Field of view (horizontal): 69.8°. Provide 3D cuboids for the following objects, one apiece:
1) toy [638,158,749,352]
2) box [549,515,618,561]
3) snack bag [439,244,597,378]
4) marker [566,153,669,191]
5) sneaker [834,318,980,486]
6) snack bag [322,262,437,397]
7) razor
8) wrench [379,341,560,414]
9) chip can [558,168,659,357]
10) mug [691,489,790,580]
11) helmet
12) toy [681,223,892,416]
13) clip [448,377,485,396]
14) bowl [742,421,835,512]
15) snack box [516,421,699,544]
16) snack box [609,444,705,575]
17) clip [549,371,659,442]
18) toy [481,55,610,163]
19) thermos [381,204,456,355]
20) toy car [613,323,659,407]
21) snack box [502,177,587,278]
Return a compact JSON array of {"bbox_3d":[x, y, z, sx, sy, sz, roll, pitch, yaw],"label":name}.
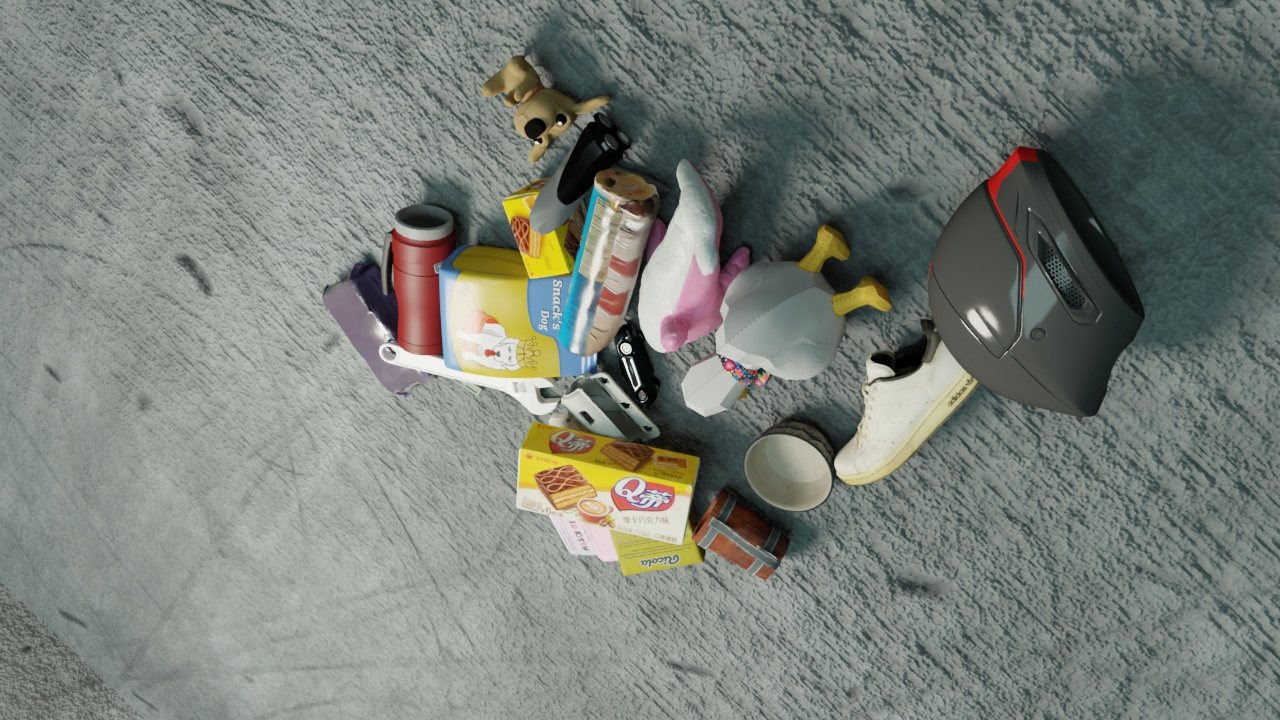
[{"bbox_3d":[0.069,-0.101,1.064,0.127,0.186,0.266,-4,147,-11],"label":"toy"},{"bbox_3d":[-0.092,0.213,1.363,0.155,0.044,0.201,-13,110,33],"label":"box"},{"bbox_3d":[-0.155,-0.058,1.220,0.205,0.102,0.159,9,121,9],"label":"snack bag"},{"bbox_3d":[-0.030,-0.226,1.102,0.139,0.022,0.016,22,119,16],"label":"marker"},{"bbox_3d":[0.284,0.046,1.045,0.102,0.088,0.242,35,123,-4],"label":"sneaker"},{"bbox_3d":[-0.387,-0.041,1.367,0.097,0.058,0.205,-27,102,35],"label":"snack bag"},{"bbox_3d":[-0.076,-0.212,1.068,0.057,0.060,0.156,39,95,-24],"label":"razor"},{"bbox_3d":[-0.246,0.019,1.317,0.273,0.018,0.066,15,118,5],"label":"wrench"},{"bbox_3d":[-0.040,-0.110,1.099,0.080,0.079,0.230,27,128,12],"label":"chip can"},{"bbox_3d":[0.136,0.237,1.219,0.111,0.117,0.081,32,90,4],"label":"mug"},{"bbox_3d":[0.374,-0.058,0.895,0.170,0.163,0.264,-32,98,35],"label":"helmet"},{"bbox_3d":[0.139,-0.027,1.029,0.268,0.246,0.141,-40,77,18],"label":"toy"},{"bbox_3d":[-0.263,0.022,1.358,0.074,0.035,0.023,36,125,-2],"label":"clip"},{"bbox_3d":[0.193,0.127,1.157,0.116,0.059,0.116,12,121,21],"label":"bowl"},{"bbox_3d":[-0.044,0.161,1.209,0.230,0.061,0.110,12,125,5],"label":"snack box"},{"bbox_3d":[0.010,0.208,1.287,0.121,0.045,0.181,-13,106,13],"label":"snack box"},{"bbox_3d":[-0.065,0.083,1.236,0.152,0.091,0.126,-21,117,40],"label":"clip"},{"bbox_3d":[-0.121,-0.301,1.067,0.134,0.105,0.108,-31,110,32],"label":"toy"},{"bbox_3d":[-0.310,-0.113,1.271,0.108,0.083,0.199,20,126,16],"label":"thermos"},{"bbox_3d":[-0.007,0.007,1.204,0.034,0.046,0.112,-8,110,29],"label":"toy car"},{"bbox_3d":[-0.109,-0.167,1.137,0.061,0.083,0.106,-5,114,31],"label":"snack box"}]
